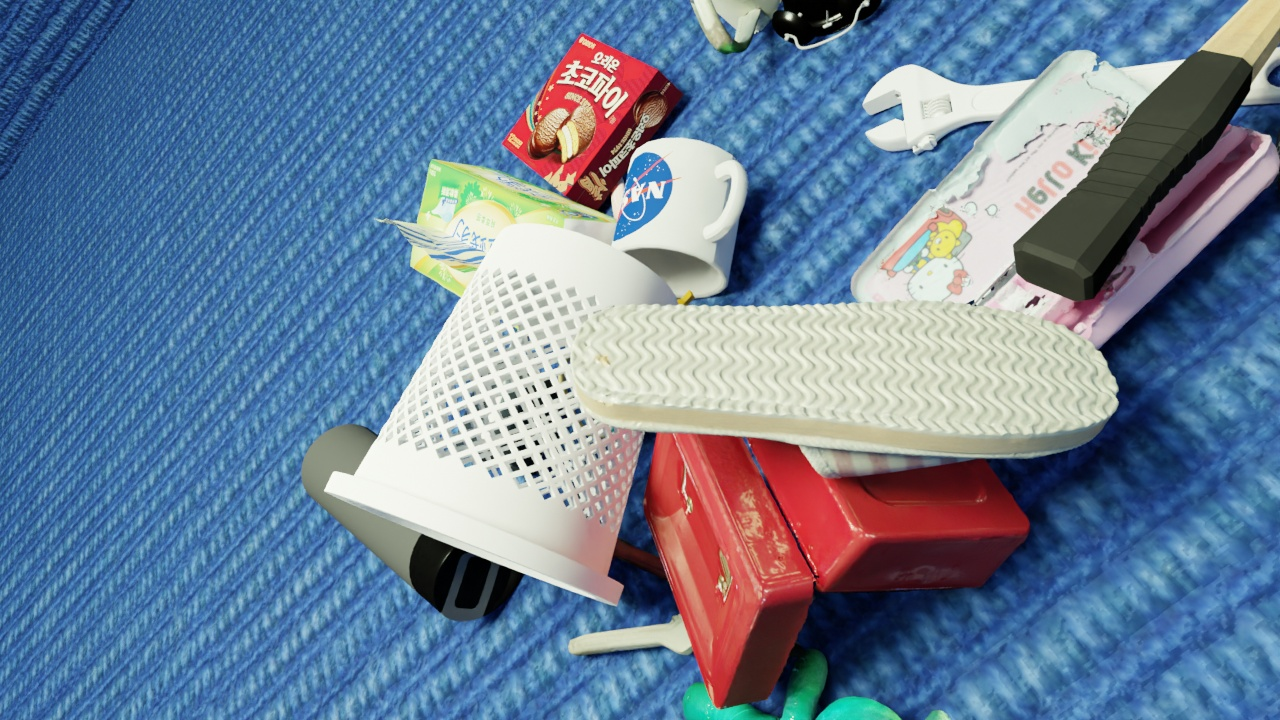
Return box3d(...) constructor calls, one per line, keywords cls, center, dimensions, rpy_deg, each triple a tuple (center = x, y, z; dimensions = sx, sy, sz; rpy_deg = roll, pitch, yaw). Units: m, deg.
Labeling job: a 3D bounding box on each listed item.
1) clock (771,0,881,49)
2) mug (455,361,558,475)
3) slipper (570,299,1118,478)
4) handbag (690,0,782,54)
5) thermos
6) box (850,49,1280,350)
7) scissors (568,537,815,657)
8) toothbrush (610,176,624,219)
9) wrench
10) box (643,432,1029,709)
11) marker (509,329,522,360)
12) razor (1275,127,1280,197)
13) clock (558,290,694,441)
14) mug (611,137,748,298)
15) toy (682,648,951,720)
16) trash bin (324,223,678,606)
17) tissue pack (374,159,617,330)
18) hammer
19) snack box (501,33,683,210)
box3d(cls="clock", center=(0.149, -0.300, 0.731), dimensions=(0.091, 0.042, 0.120), rpy_deg=(-12, 62, 36))
box3d(cls="mug", center=(-0.102, 0.045, 0.737), dimensions=(0.105, 0.071, 0.077), rpy_deg=(159, 131, -70))
box3d(cls="slipper", center=(0.097, 0.013, 0.460), dimensions=(0.263, 0.052, 0.114), rpy_deg=(2, 38, 0))
box3d(cls="handbag", center=(0.065, -0.323, 0.741), dimensions=(0.074, 0.151, 0.175), rpy_deg=(-26, 59, 32))
box3d(cls="thermos", center=(-0.199, 0.131, 0.780), dimensions=(0.241, 0.082, 0.082), rpy_deg=(22, 84, 44))
box3d(cls="box", center=(0.239, -0.070, 0.536), dimensions=(0.202, 0.066, 0.153), rpy_deg=(-47, 42, 11))
box3d(cls="scissors", center=(0.022, 0.163, 0.615), dimensions=(0.179, 0.015, 0.185), rpy_deg=(-44, 41, 14))
box3d(cls="toothbrush", center=(-0.016, -0.093, 0.784), dimensions=(0.016, 0.018, 0.181), rpy_deg=(-27, 53, 32))
box3d(cls="wrench", center=(0.268, -0.169, 0.585), dimensions=(0.274, 0.018, 0.066), rpy_deg=(6, 73, 40))
box3d(cls="box", center=(0.105, 0.081, 0.532), dimensions=(0.170, 0.157, 0.156), rpy_deg=(-10, 47, -13))
box3d(cls="marker", center=(-0.104, -0.032, 0.831), dimensions=(0.011, 0.011, 0.152), rpy_deg=(22, 84, 44))
box3d(cls="razor", center=(0.342, -0.068, 0.458), dimensions=(0.052, 0.047, 0.142), rpy_deg=(-2, 63, 13))
box3d(cls="clock", center=(-0.004, 0.004, 0.700), dimensions=(0.130, 0.043, 0.099), rpy_deg=(-30, 68, 15))
box3d(cls="mug", center=(0.038, -0.109, 0.689), dimensions=(0.121, 0.091, 0.090), rpy_deg=(-15, 58, 54))
box3d(cls="toy", center=(0.087, 0.225, 0.508), dimensions=(0.194, 0.072, 0.130), rpy_deg=(-10, 63, 47))
box3d(cls="trash bin", center=(-0.071, 0.030, 0.605), dimensions=(0.196, 0.195, 0.199), rpy_deg=(7, 69, 42))
box3d(cls="tissue pack", center=(-0.129, -0.096, 0.760), dimensions=(0.198, 0.141, 0.120), rpy_deg=(21, 105, 40))
box3d(cls="hammer", center=(0.308, -0.159, 0.473), dimensions=(0.327, 0.039, 0.131), rpy_deg=(-47, 48, -10))
box3d(cls="snack box", center=(-0.050, -0.224, 0.855), dimensions=(0.133, 0.036, 0.152), rpy_deg=(-52, 42, 7))
